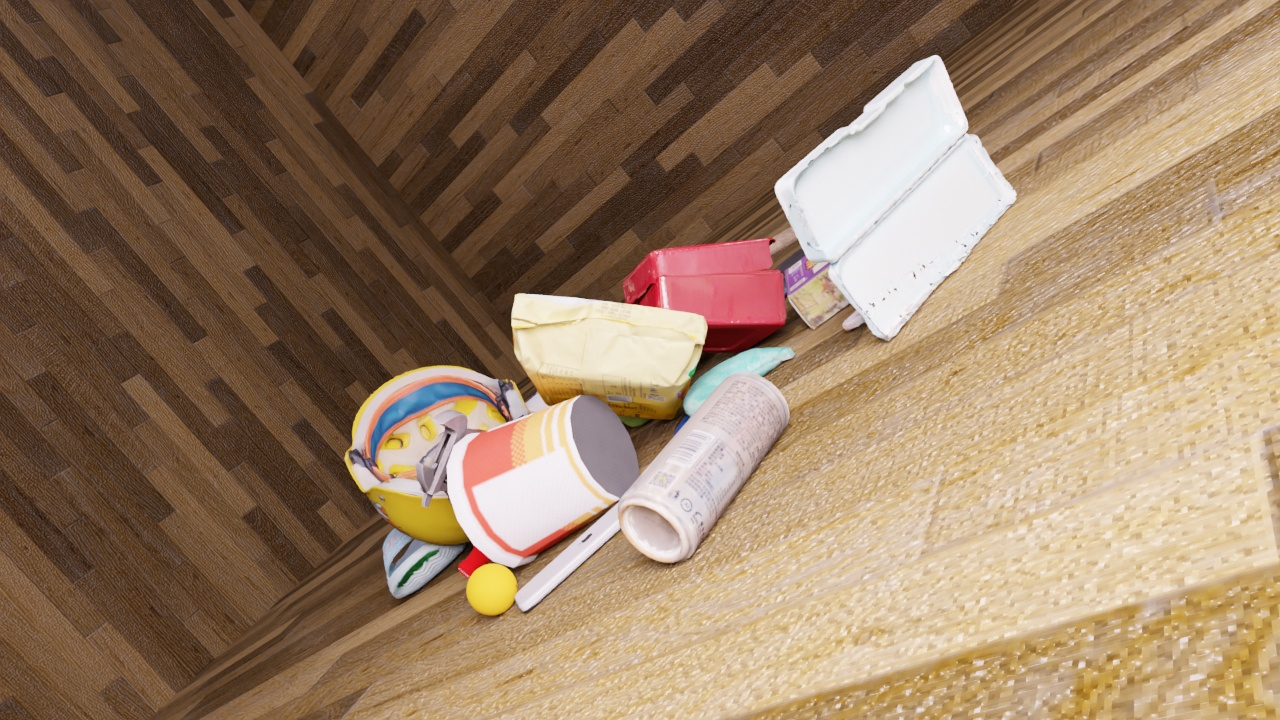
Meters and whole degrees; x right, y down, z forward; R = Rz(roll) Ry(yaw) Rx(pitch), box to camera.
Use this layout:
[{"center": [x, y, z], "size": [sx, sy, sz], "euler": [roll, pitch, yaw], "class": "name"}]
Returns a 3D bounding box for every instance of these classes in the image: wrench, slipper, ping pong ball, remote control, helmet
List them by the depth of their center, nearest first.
[{"center": [-0.038, 0.140, 0.712], "size": [0.146, 0.008, 0.045], "euler": [-40, 7, -12], "class": "remote control"}, {"center": [-0.118, 0.182, 0.729], "size": [0.040, 0.040, 0.040], "euler": [-39, 6, 5], "class": "ping pong ball"}, {"center": [-0.166, 0.127, 0.886], "size": [0.274, 0.018, 0.083], "euler": [80, -148, -63], "class": "wrench"}, {"center": [-0.223, 0.120, 1.072], "size": [0.208, 0.140, 0.240], "euler": [-26, 36, -19], "class": "helmet"}, {"center": [-0.279, 0.230, 1.160], "size": [0.104, 0.074, 0.245], "euler": [-41, 5, -6], "class": "slipper"}]

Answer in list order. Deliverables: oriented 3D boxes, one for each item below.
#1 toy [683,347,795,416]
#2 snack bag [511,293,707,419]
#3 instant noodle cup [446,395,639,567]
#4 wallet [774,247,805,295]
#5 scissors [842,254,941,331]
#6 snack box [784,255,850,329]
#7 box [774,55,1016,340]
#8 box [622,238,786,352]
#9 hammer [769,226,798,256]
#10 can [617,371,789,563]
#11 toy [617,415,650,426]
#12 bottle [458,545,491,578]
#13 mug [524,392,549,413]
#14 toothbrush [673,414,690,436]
[{"center": [0.076, 0.023, 0.779], "size": [0.085, 0.033, 0.105], "euler": [-18, 18, 48], "class": "toy"}, {"center": [-0.027, 0.006, 0.828], "size": [0.247, 0.159, 0.068], "euler": [88, -173, -78], "class": "snack bag"}, {"center": [-0.077, 0.096, 0.786], "size": [0.121, 0.123, 0.123], "euler": [-28, 11, 25], "class": "instant noodle cup"}, {"center": [0.187, -0.109, 1.070], "size": [0.089, 0.026, 0.114], "euler": [-35, 6, 28], "class": "wallet"}, {"center": [0.203, -0.062, 0.730], "size": [0.127, 0.011, 0.126], "euler": [-45, 7, -33], "class": "scissors"}, {"center": [0.205, -0.102, 0.860], "size": [0.148, 0.040, 0.143], "euler": [-37, 7, 16], "class": "snack box"}, {"center": [0.188, -0.120, 0.659], "size": [0.196, 0.134, 0.041], "euler": [-43, 18, -27], "class": "box"}, {"center": [0.058, -0.057, 0.886], "size": [0.129, 0.092, 0.158], "euler": [-3, -5, -10], "class": "box"}, {"center": [0.216, -0.172, 1.137], "size": [0.319, 0.049, 0.121], "euler": [-30, -1, 7], "class": "hammer"}, {"center": [0.041, 0.065, 0.578], "size": [0.054, 0.054, 0.135], "euler": [-32, 10, 48], "class": "can"}, {"center": [-0.006, 0.006, 1.067], "size": [0.151, 0.107, 0.196], "euler": [-33, 18, 43], "class": "toy"}, {"center": [-0.138, 0.172, 0.925], "size": [0.118, 0.036, 0.036], "euler": [-45, 8, -36], "class": "bottle"}, {"center": [-0.097, 0.082, 1.145], "size": [0.089, 0.091, 0.121], "euler": [-45, -26, -40], "class": "mug"}, {"center": [0.049, 0.049, 0.814], "size": [0.022, 0.017, 0.134], "euler": [-38, 6, 31], "class": "toothbrush"}]
